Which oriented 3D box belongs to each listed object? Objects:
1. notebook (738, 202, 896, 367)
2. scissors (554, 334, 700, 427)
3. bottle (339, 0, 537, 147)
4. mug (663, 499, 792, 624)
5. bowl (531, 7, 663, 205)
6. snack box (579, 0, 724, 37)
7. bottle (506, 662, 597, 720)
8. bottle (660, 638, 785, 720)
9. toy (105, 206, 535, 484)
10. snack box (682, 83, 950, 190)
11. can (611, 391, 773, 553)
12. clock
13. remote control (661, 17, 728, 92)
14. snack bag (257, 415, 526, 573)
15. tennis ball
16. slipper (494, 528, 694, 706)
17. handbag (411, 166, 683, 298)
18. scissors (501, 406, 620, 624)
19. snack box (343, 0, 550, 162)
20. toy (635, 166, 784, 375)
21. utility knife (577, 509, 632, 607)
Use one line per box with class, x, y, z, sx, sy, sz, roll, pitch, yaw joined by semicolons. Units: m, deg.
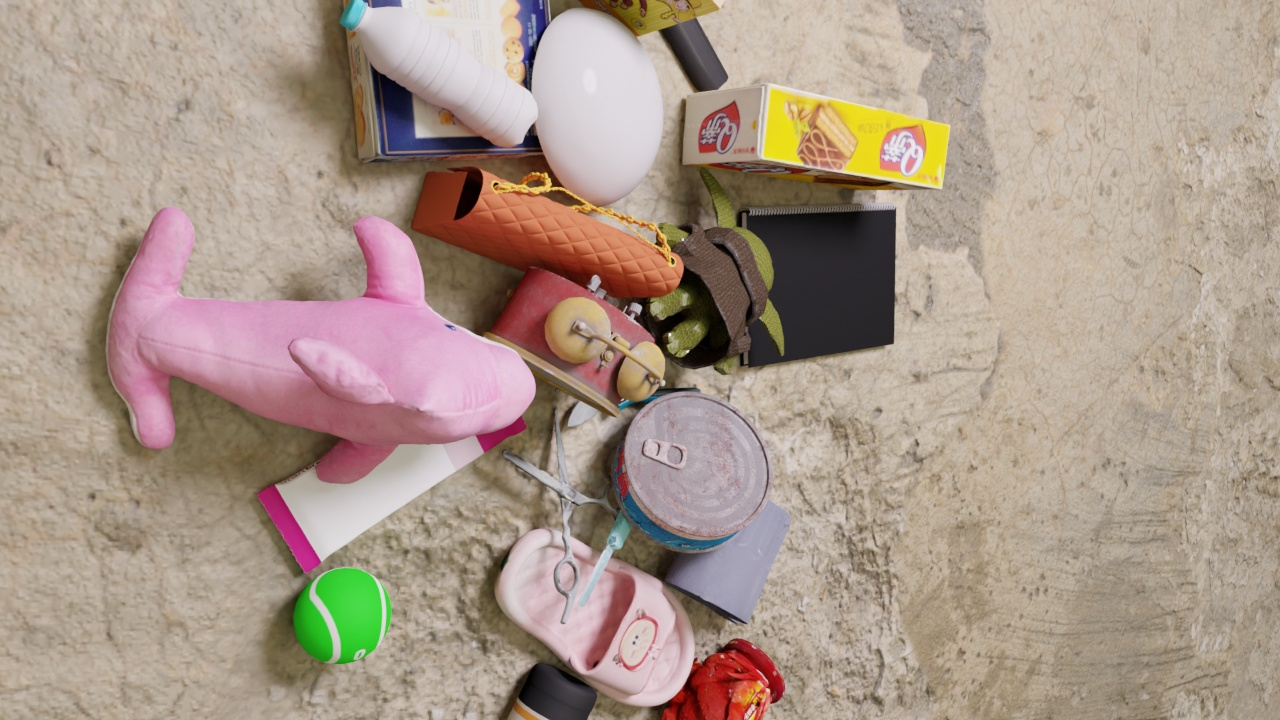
notebook;0.180;-0.079;0.910;0.206;0.016;0.149;-8;102;-34
scissors;-0.003;0.006;0.791;0.154;0.019;0.124;15;87;-37
bottle;-0.132;-0.191;0.605;0.136;0.044;0.044;27;80;-36
mug;0.088;0.181;0.848;0.103;0.084;0.124;-63;148;-14
bowl;-0.020;-0.196;0.707;0.149;0.043;0.149;-6;98;-56
snack box;-0.001;-0.296;0.687;0.088;0.126;0.040;36;75;-33
bottle;-0.100;0.341;0.740;0.059;0.059;0.181;34;76;-33
bottle;0.076;0.315;0.839;0.111;0.099;0.099;-34;114;-32
toy;-0.193;0.003;0.568;0.265;0.128;0.187;10;100;-13
snack box;0.159;-0.195;0.822;0.229;0.110;0.062;0;99;-35
can;0.043;0.093;0.775;0.130;0.044;0.129;8;59;-13
clock;-0.040;-0.018;0.676;0.117;0.159;0.081;35;82;-33
remote control;0.030;-0.294;0.776;0.033;0.015;0.147;-47;119;-21
snack bag;-0.176;0.072;0.679;0.196;0.016;0.070;-34;112;-27
tennis ball;-0.208;0.178;0.640;0.065;0.065;0.065;-5;99;-35
slipper;-0.030;0.217;0.776;0.221;0.056;0.106;42;71;-29
handbag;-0.064;-0.097;0.679;0.171;0.109;0.060;19;85;-35
scissors;-0.057;0.122;0.737;0.141;0.014;0.175;17;62;-48
snack box;-0.133;-0.218;0.655;0.144;0.043;0.144;-10;102;-34
toy;0.058;-0.059;0.774;0.152;0.078;0.179;-43;113;-49
utility knife;-0.014;0.138;0.765;0.022;0.015;0.165;61;40;-30
